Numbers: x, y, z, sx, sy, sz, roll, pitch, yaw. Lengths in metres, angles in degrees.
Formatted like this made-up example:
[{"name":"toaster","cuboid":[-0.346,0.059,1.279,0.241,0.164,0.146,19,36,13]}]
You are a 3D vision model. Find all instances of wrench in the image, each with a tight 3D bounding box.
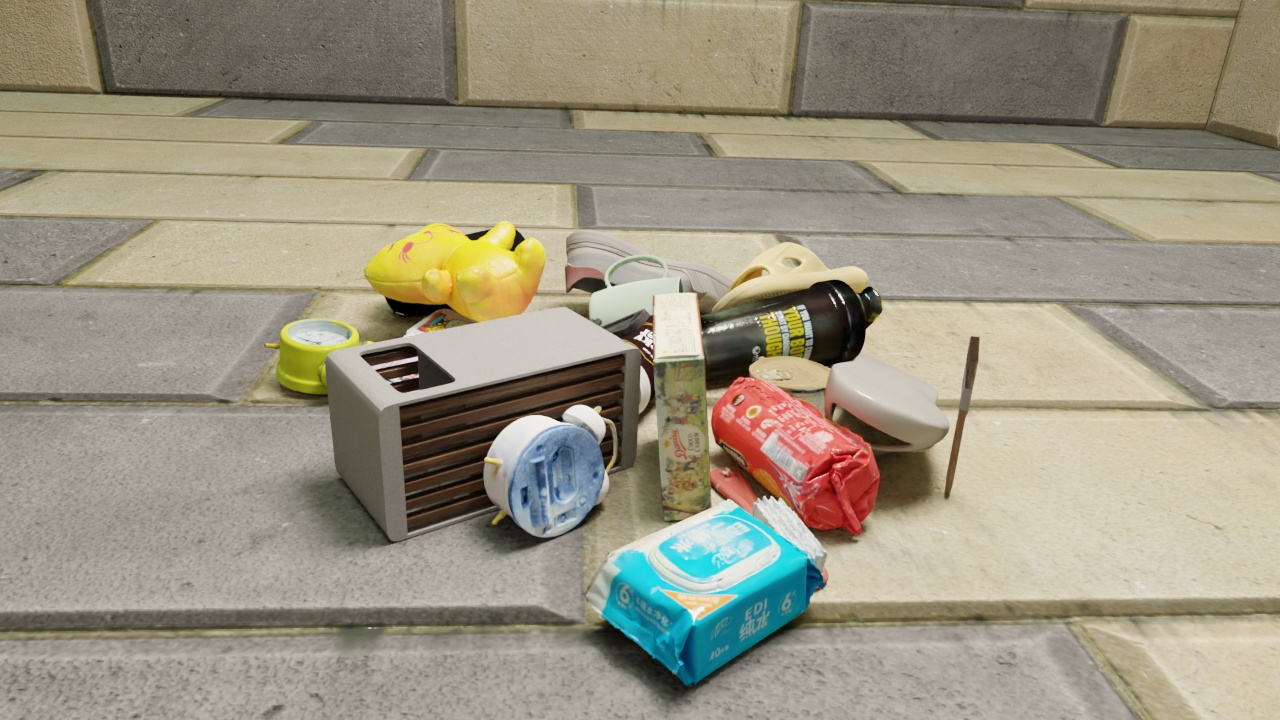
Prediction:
[{"name":"wrench","cuboid":[-0.040,-0.025,0.899,0.073,0.018,0.274,-48,10,-15]}]

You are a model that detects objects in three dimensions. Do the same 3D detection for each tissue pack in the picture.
[{"name":"tissue pack","cuboid":[0.045,0.147,0.613,0.144,0.062,0.093,-17,30,-38]}]

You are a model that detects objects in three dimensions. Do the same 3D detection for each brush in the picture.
[{"name":"brush","cuboid":[0.097,0.119,0.726,0.041,0.030,0.172,-5,24,-18]},{"name":"brush","cuboid":[0.263,0.052,0.756,0.008,0.143,0.045,9,33,17]}]

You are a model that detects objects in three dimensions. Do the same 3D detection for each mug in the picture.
[{"name":"mug","cuboid":[-0.002,-0.065,1.045,0.104,0.111,0.084,-4,-10,9]}]

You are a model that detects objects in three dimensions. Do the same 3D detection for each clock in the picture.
[{"name":"clock","cuboid":[-0.064,0.084,0.719,0.125,0.089,0.052,-18,25,-38]},{"name":"clock","cuboid":[-0.312,0.000,0.926,0.119,0.057,0.083,18,25,15]}]

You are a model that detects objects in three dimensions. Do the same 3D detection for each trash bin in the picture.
[{"name":"trash bin","cuboid":[-0.127,0.043,0.769,0.228,0.115,0.114,-14,28,-33]}]

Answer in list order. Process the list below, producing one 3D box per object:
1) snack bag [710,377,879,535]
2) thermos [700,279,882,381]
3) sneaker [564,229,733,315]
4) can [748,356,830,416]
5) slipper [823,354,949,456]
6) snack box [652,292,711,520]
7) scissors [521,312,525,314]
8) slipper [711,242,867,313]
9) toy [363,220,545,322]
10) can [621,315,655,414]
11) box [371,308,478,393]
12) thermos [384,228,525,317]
[{"name":"snack bag","cuboid":[0.127,0.073,0.770,0.082,0.082,0.176,-9,27,-25]},{"name":"thermos","cuboid":[0.152,-0.030,1.008,0.220,0.098,0.098,-13,27,-20]},{"name":"sneaker","cuboid":[0.012,-0.079,1.128,0.236,0.089,0.099,17,-17,-12]},{"name":"can","cuboid":[0.151,0.029,0.922,0.086,0.043,0.086,2,23,-1]},{"name":"slipper","cuboid":[0.218,0.053,0.856,0.113,0.081,0.265,30,15,11]},{"name":"snack box","cuboid":[0.033,0.035,0.767,0.041,0.147,0.143,-3,24,1]},{"name":"scissors","cuboid":[-0.128,-0.029,1.072,0.140,0.013,0.117,23,30,36]},{"name":"slipper","cuboid":[0.176,-0.096,1.126,0.260,0.112,0.079,-9,68,-41]},{"name":"toy","cuboid":[-0.197,-0.097,1.010,0.194,0.087,0.134,14,41,34]},{"name":"can","cuboid":[-0.005,0.005,0.925,0.072,0.072,0.128,11,25,18]},{"name":"box","cuboid":[-0.180,-0.003,0.941,0.153,0.037,0.200,17,25,7]},{"name":"thermos","cuboid":[-0.238,-0.109,1.148,0.086,0.086,0.198,22,30,37]}]
